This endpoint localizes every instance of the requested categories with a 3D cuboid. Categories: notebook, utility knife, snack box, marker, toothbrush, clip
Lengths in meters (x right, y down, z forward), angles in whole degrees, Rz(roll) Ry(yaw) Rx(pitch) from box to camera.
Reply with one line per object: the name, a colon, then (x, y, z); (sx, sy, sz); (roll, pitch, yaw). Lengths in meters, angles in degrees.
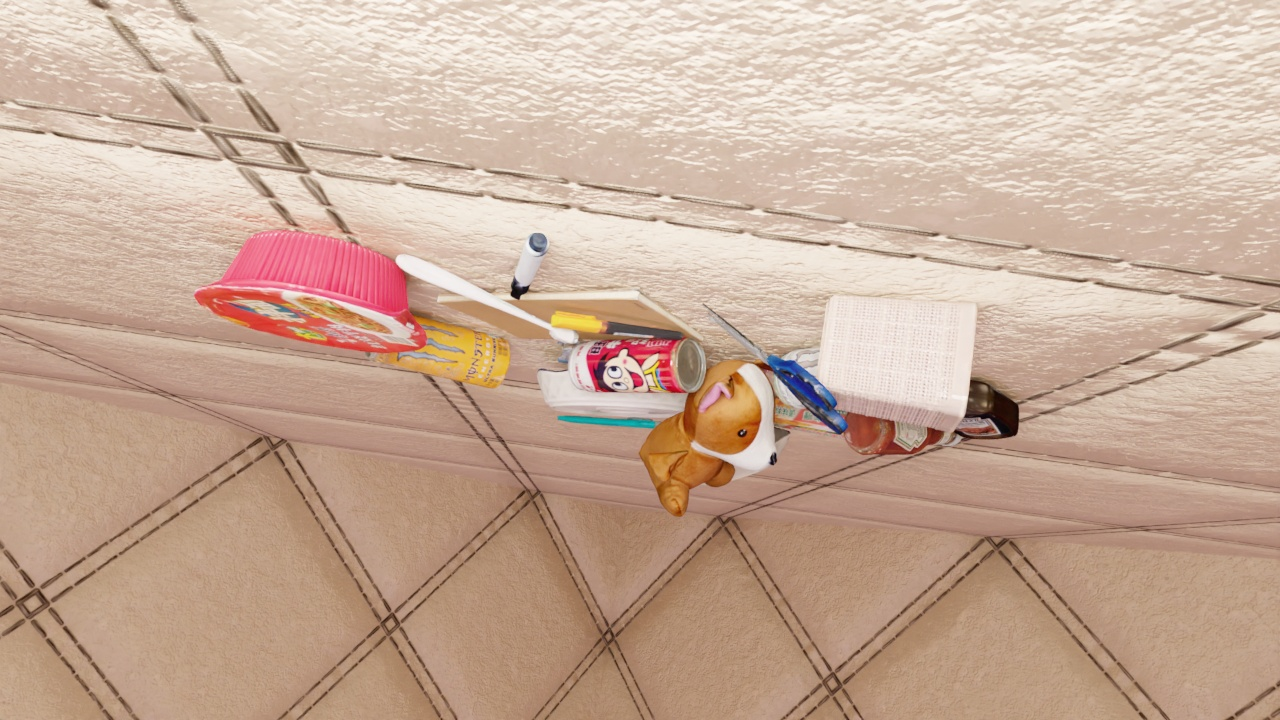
notebook: (-0.064, -0.041, 0.875); (0.212, 0.012, 0.149); (1, 167, 27)
utility knife: (-0.035, 0.074, 1.119); (0.151, 0.012, 0.029); (2, 171, 23)
snack box: (0.203, 0.070, 1.129); (0.156, 0.027, 0.077); (9, 169, 24)
marker: (-0.089, -0.073, 0.724); (0.018, 0.022, 0.131); (17, 167, -10)
toothbrush: (-0.132, -0.052, 0.806); (0.180, 0.016, 0.016); (25, 161, -30)
clip: (-0.073, -0.011, 0.965); (0.027, 0.045, 0.058); (7, 169, -11)
marker: (-0.020, -0.030, 0.836); (0.123, 0.015, 0.018); (7, 171, -15)

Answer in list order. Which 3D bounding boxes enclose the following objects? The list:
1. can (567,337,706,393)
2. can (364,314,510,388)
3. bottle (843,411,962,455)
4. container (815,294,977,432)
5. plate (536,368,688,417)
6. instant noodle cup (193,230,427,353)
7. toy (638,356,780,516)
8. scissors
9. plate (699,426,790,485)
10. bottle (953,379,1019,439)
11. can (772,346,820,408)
can: (-0.005, 0.005, 0.902); (0.133, 0.053, 0.053); (-1, 165, 35)
can: (-0.215, -0.012, 0.980); (0.146, 0.058, 0.058); (15, 166, -30)
bottle: (0.307, 0.079, 1.045); (0.060, 0.059, 0.205); (-5, 172, 44)
container: (0.199, 0.000, 0.726); (0.111, 0.089, 0.090); (7, 168, 14)
plate: (-0.020, 0.039, 1.064); (0.205, 0.045, 0.205); (2, 174, 0)
instant noodle cup: (-0.275, -0.060, 0.793); (0.194, 0.065, 0.194); (9, 167, 2)
toy: (0.080, 0.075, 0.943); (0.130, 0.200, 0.139); (41, -141, 17)
scissors: (0.099, -0.005, 0.729); (0.173, 0.012, 0.125); (46, 175, 14)
plate: (0.101, 0.125, 1.230); (0.162, 0.034, 0.266); (-17, -175, -13)
bottle: (0.317, 0.040, 0.928); (0.080, 0.044, 0.194); (-5, 162, 41)
can: (0.194, 0.013, 0.844); (0.058, 0.058, 0.147); (17, 164, -37)
